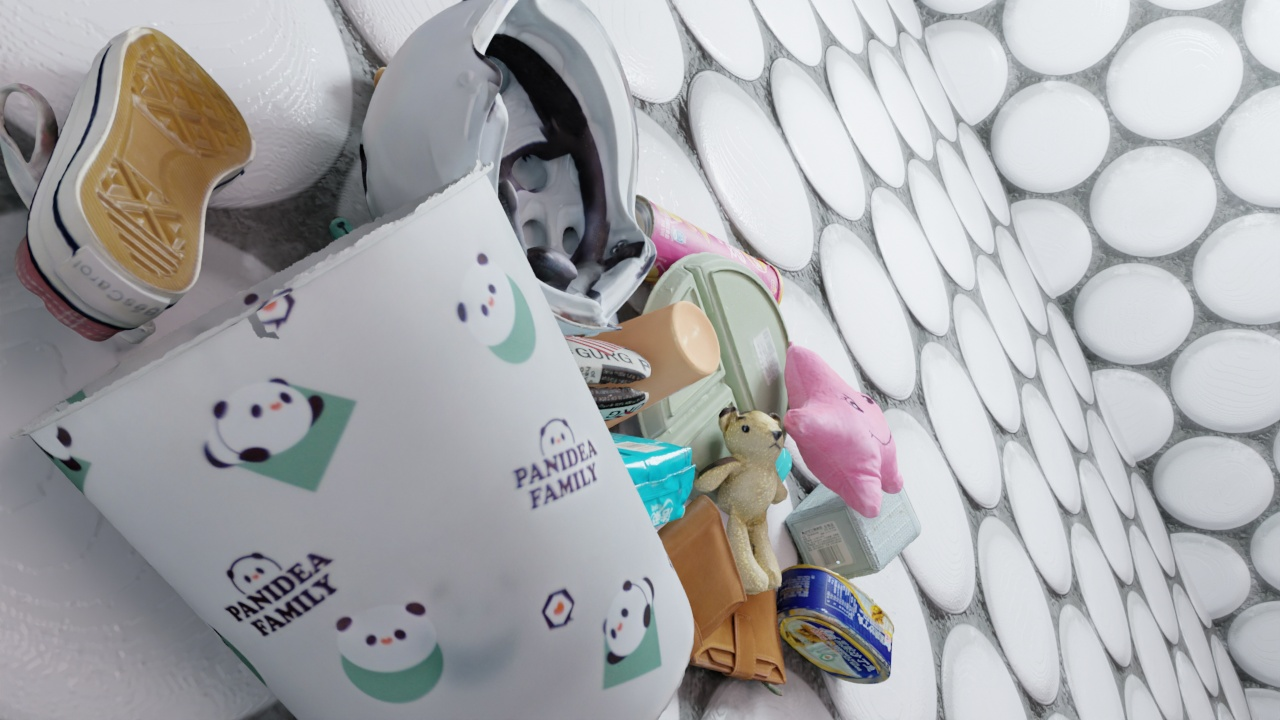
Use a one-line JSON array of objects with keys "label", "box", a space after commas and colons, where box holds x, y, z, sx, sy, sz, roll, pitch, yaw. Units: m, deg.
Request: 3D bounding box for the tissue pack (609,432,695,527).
[{"label": "tissue pack", "box": [-0.039, 0.077, 0.610, 0.093, 0.134, 0.050, -5, 100, -51]}]

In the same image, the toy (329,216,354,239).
[{"label": "toy", "box": [-0.178, -0.047, 0.585, 0.096, 0.030, 0.091, 54, 30, -5]}]

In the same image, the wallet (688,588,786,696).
[{"label": "wallet", "box": [0.073, 0.216, 0.763, 0.130, 0.035, 0.118, 29, 42, -42]}]

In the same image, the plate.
[{"label": "plate", "box": [0.076, 0.016, 0.832, 0.229, 0.028, 0.230, 2, 87, -49]}]

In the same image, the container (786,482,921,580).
[{"label": "container", "box": [0.214, 0.167, 0.934, 0.111, 0.090, 0.090, -20, 86, -53]}]

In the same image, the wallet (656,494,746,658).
[{"label": "wallet", "box": [0.015, 0.173, 0.644, 0.131, 0.031, 0.108, -36, 124, -25]}]

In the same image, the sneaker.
[{"label": "sneaker", "box": [-0.258, -0.086, 0.451, 0.118, 0.088, 0.240, 52, 13, -39]}]

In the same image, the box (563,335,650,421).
[{"label": "box", "box": [-0.070, 0.027, 0.613, 0.163, 0.075, 0.082, 2, 105, -31]}]

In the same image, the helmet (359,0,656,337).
[{"label": "helmet", "box": [-0.095, -0.129, 0.620, 0.258, 0.146, 0.229, -81, 152, -44]}]

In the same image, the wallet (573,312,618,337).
[{"label": "wallet", "box": [-0.060, -0.075, 0.752, 0.090, 0.033, 0.115, 19, 49, -50]}]

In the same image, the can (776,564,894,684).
[{"label": "can", "box": [0.180, 0.247, 0.850, 0.148, 0.075, 0.049, 44, 43, -29]}]

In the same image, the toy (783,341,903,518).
[{"label": "toy", "box": [0.179, 0.059, 0.851, 0.178, 0.075, 0.194, 60, 23, 13]}]

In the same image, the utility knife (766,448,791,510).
[{"label": "utility knife", "box": [0.126, 0.125, 0.906, 0.029, 0.013, 0.157, 63, 31, -9]}]

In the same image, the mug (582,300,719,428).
[{"label": "mug", "box": [-0.004, 0.004, 0.703, 0.078, 0.123, 0.078, 31, 48, -41]}]

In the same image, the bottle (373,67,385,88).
[{"label": "bottle", "box": [-0.136, -0.201, 0.709, 0.149, 0.067, 0.066, 0, 70, -46]}]

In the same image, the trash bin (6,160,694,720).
[{"label": "trash bin", "box": [-0.109, 0.069, 0.445, 0.252, 0.230, 0.228, 61, 34, -16]}]

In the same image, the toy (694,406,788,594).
[{"label": "toy", "box": [0.096, 0.117, 0.776, 0.105, 0.066, 0.157, 10, 73, -32]}]

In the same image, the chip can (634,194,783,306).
[{"label": "chip can", "box": [0.053, -0.091, 0.886, 0.210, 0.072, 0.071, 19, 56, -47]}]
